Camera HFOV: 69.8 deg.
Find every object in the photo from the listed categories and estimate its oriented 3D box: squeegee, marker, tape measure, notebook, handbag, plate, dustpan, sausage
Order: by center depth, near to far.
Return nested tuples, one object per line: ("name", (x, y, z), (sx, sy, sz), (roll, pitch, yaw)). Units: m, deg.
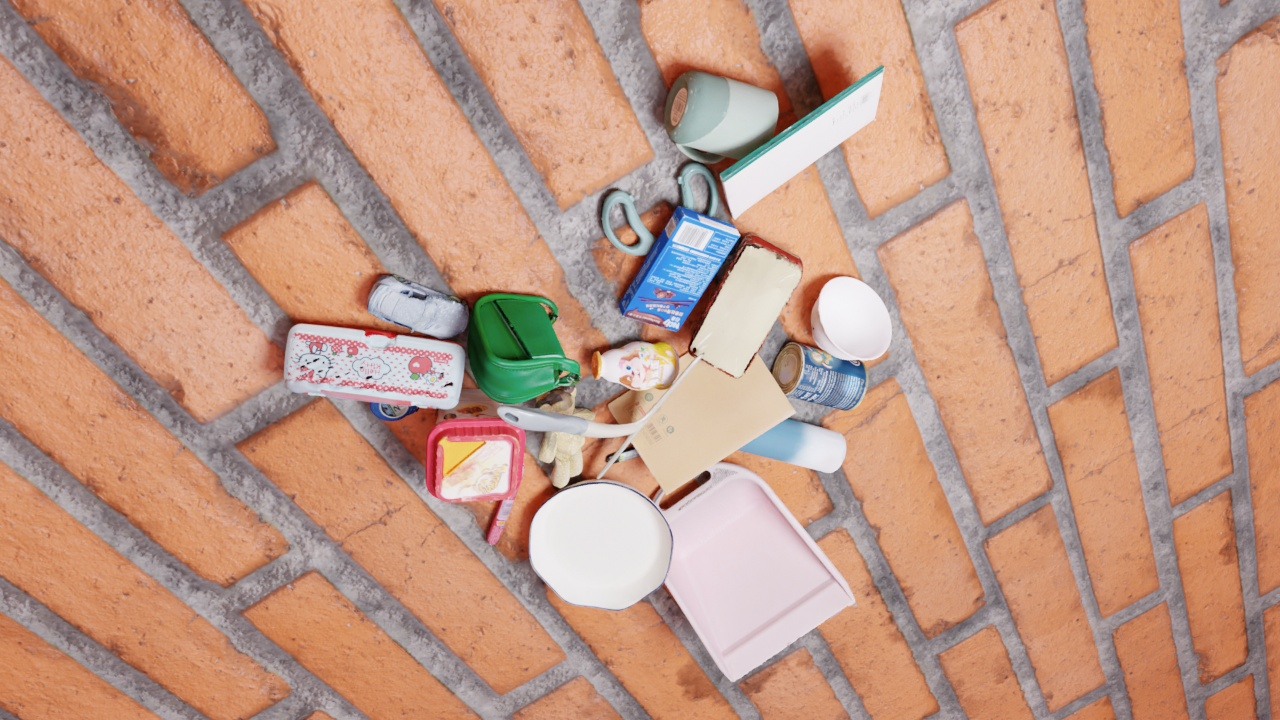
("notebook", (0.185, -0.246, 1.053), (0.209, 0.012, 0.150), (-34, 168, 5))
("handbag", (-0.140, -0.016, 1.085), (0.120, 0.131, 0.068), (-5, 135, -22))
("squeegee", (-0.066, 0.076, 1.112), (0.246, 0.039, 0.247), (7, 132, -43))
("tape measure", (-0.307, 0.047, 1.133), (0.054, 0.025, 0.058), (-22, 120, -1))
("notebook", (0.081, 0.065, 1.229), (0.208, 0.008, 0.148), (-33, 92, 4))
("sausage", (-0.185, 0.196, 1.266), (0.020, 0.020, 0.156), (12, 117, -23))
("marker", (0.011, 0.122, 1.286), (0.124, 0.015, 0.018), (-17, 123, -3))
("plate", (-0.054, 0.255, 1.293), (0.205, 0.045, 0.205), (1, 110, 3))
("dustpan", (0.132, 0.289, 1.314), (0.222, 0.273, 0.139), (-38, 149, 4))

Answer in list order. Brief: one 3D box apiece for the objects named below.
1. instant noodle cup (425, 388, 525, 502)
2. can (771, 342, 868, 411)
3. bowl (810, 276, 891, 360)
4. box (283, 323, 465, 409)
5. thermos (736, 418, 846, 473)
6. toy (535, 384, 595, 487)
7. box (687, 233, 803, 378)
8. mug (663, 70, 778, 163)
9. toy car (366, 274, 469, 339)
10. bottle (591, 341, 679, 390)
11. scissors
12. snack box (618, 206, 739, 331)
("instant noodle cup", (-0.209, 0.099, 1.135), (0.116, 0.124, 0.116), (-1, 120, -17))
("can", (0.245, 0.023, 1.259), (0.111, 0.075, 0.075), (13, 116, -23))
("bowl", (0.268, -0.045, 1.223), (0.118, 0.118, 0.065), (11, 155, -23))
("box", (-0.308, 0.008, 1.069), (0.201, 0.048, 0.087), (7, 90, -15))
("thermos", (0.187, 0.108, 1.302), (0.220, 0.070, 0.070), (15, 115, -24))
("toy", (-0.105, 0.101, 1.214), (0.104, 0.066, 0.157), (-35, 136, -35))
("box", (0.132, -0.065, 1.151), (0.091, 0.079, 0.169), (28, 112, -1))
("mug", (0.082, -0.267, 1.035), (0.106, 0.082, 0.112), (8, 149, -22))
("toy car", (-0.260, -0.060, 1.077), (0.120, 0.036, 0.054), (19, 113, -30))
("bottle", (-0.007, 0.007, 1.178), (0.108, 0.063, 0.063), (0, 120, -18))
("scissors", (0.017, -0.158, 1.112), (0.177, 0.019, 0.174), (-1, 124, -18))
("snack box", (0.046, -0.110, 1.127), (0.084, 0.026, 0.157), (14, 125, -29))
